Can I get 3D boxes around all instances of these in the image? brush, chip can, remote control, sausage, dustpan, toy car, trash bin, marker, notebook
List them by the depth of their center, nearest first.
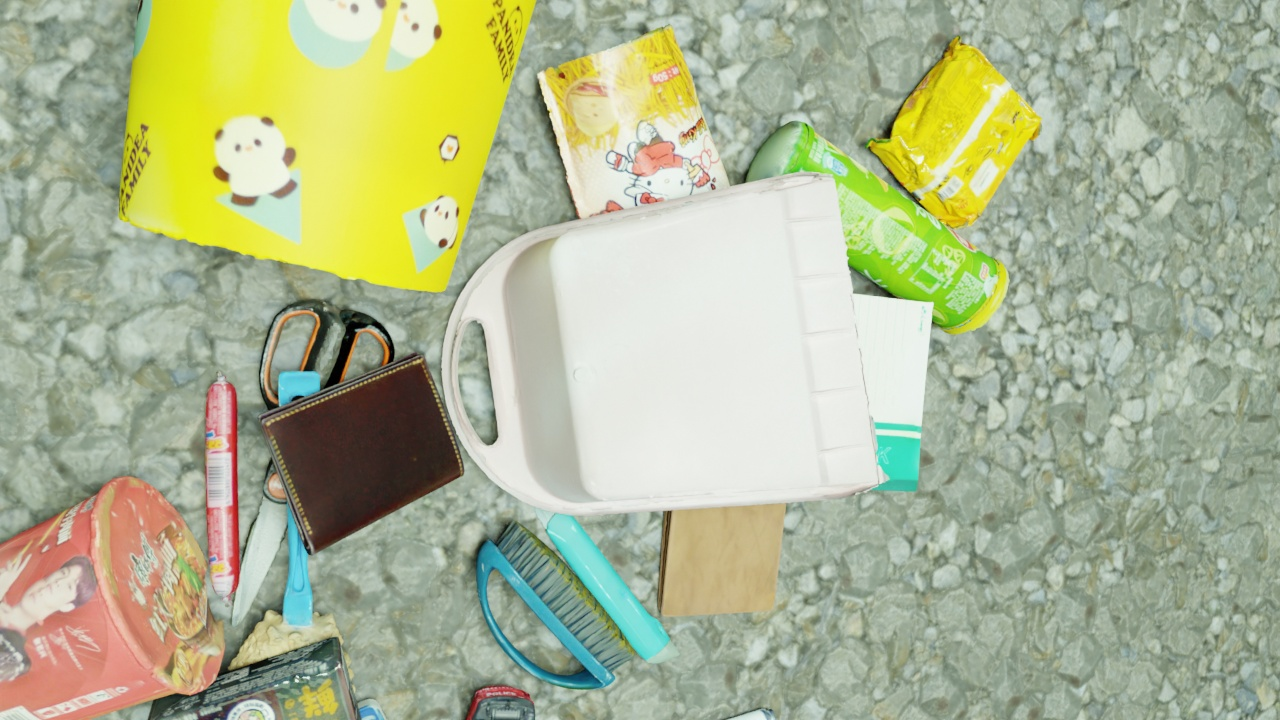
[{"bbox_3d":[-0.175,-0.184,0.525,0.229,0.230,0.255,13,95,-18],"label":"trash bin"},{"bbox_3d":[-0.276,0.085,0.605,0.020,0.020,0.156,-1,89,-18],"label":"sausage"},{"bbox_3d":[-0.229,0.133,0.609,0.083,0.046,0.255,1,96,-20],"label":"brush"},{"bbox_3d":[0.008,-0.005,0.641,0.273,0.139,0.222,-5,88,-21],"label":"dustpan"},{"bbox_3d":[-0.185,0.303,0.652,0.049,0.024,0.125,-25,100,-15],"label":"remote control"},{"bbox_3d":[-0.069,0.186,0.665,0.073,0.055,0.144,-42,105,-12],"label":"brush"},{"bbox_3d":[-0.108,0.293,0.666,0.053,0.045,0.120,10,98,-17],"label":"toy car"},{"bbox_3d":[0.120,0.021,0.681,0.209,0.012,0.150,4,89,-18],"label":"notebook"},{"bbox_3d":[0.183,-0.102,0.718,0.221,0.073,0.072,30,84,-18],"label":"chip can"},{"bbox_3d":[0.047,0.300,0.731,0.130,0.018,0.022,-10,87,-17],"label":"marker"}]

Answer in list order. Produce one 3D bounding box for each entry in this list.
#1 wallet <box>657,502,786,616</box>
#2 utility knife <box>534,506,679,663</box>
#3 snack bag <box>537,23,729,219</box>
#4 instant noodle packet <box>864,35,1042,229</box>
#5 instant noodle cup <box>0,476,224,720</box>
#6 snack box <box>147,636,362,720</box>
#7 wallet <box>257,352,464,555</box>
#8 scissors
[{"bbox_3d":[0.065,0.144,0.725,0.101,0.020,0.115,4,96,-19],"label":"wallet"},{"bbox_3d":[-0.028,0.168,0.700,0.029,0.013,0.171,-38,101,-14],"label":"utility knife"},{"bbox_3d":[0.008,-0.126,0.671,0.128,0.073,0.208,-24,108,-16],"label":"snack bag"},{"bbox_3d":[0.257,-0.182,0.751,0.111,0.044,0.128,41,77,-10],"label":"instant noodle packet"},{"bbox_3d":[-0.332,0.151,0.541,0.108,0.138,0.138,-22,100,-7],"label":"instant noodle cup"},{"bbox_3d":[-0.232,0.254,0.581,0.113,0.053,0.126,-15,101,-17],"label":"snack box"},{"bbox_3d":[-0.181,0.059,0.611,0.122,0.020,0.096,-27,105,-41],"label":"wallet"},{"bbox_3d":[-0.224,0.076,0.625,0.124,0.022,0.235,-1,94,-18],"label":"scissors"}]
